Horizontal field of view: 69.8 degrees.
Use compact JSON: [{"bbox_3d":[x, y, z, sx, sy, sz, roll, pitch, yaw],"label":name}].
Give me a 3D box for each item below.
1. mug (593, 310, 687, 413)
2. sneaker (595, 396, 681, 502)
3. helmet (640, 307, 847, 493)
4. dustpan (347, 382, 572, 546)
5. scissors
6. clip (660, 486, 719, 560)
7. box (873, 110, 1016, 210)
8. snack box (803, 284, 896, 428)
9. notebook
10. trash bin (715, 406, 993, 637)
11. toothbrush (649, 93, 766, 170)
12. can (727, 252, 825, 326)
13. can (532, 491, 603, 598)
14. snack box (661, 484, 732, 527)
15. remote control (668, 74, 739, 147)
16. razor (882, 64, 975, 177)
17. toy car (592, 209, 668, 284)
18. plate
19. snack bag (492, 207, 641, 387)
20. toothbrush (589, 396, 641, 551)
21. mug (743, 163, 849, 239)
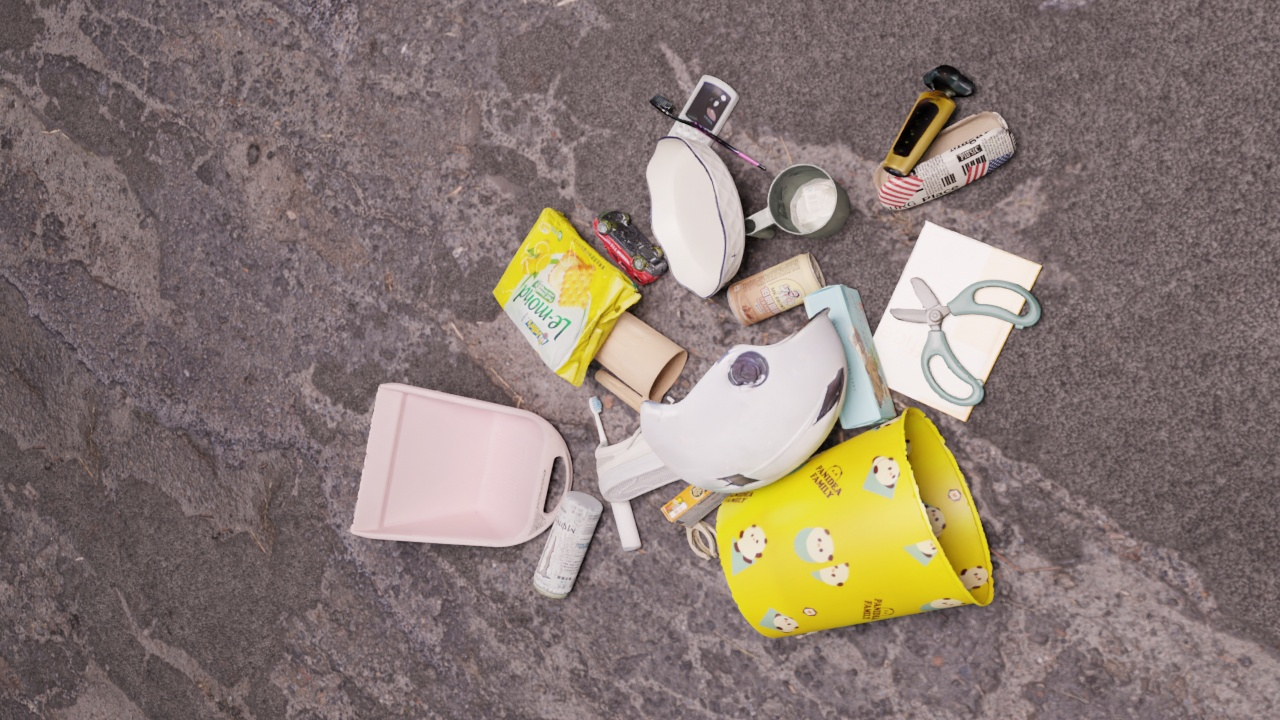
[{"bbox_3d":[-0.007,0.007,1.252,0.103,0.084,0.125,36,131,19],"label":"mug"},{"bbox_3d":[0.048,0.104,1.229,0.242,0.089,0.090,-25,56,13],"label":"sneaker"},{"bbox_3d":[0.136,0.063,1.048,0.259,0.229,0.146,-30,82,6],"label":"helmet"},{"bbox_3d":[-0.240,0.156,1.284,0.139,0.272,0.223,21,104,46],"label":"dustpan"},{"bbox_3d":[0.395,-0.041,1.093,0.182,0.019,0.170,-30,80,23],"label":"scissors"},{"bbox_3d":[0.078,0.222,1.246,0.066,0.034,0.099,-39,69,21],"label":"clip"},{"bbox_3d":[0.356,-0.229,1.077,0.163,0.087,0.076,-23,98,20],"label":"box"},{"bbox_3d":[0.257,-0.004,1.124,0.052,0.074,0.174,-20,79,29],"label":"snack box"},{"bbox_3d":[0.372,-0.048,1.119,0.146,0.010,0.206,27,103,20],"label":"notebook"},{"bbox_3d":[0.244,0.205,1.079,0.256,0.229,0.229,-25,83,27],"label":"trash bin"},{"bbox_3d":[0.089,-0.299,1.201,0.189,0.014,0.018,35,94,17],"label":"toothbrush"},{"bbox_3d":[0.174,-0.090,1.174,0.116,0.058,0.058,-23,83,22],"label":"can"},{"bbox_3d":[-0.104,0.262,1.307,0.058,0.058,0.147,25,102,20],"label":"can"},{"bbox_3d":[0.103,0.159,1.190,0.154,0.075,0.026,-39,65,8],"label":"snack box"},{"bbox_3d":[0.071,-0.305,1.227,0.058,0.021,0.150,36,106,17],"label":"remote control"},{"bbox_3d":[0.329,-0.278,1.066,0.062,0.068,0.167,25,68,25],"label":"razor"},{"bbox_3d":[-0.017,-0.154,1.254,0.120,0.052,0.045,49,133,9],"label":"toy car"},{"bbox_3d":[0.071,-0.184,1.160,0.045,0.205,0.205,-17,84,-20],"label":"plate"},{"bbox_3d":[-0.100,-0.092,1.241,0.158,0.068,0.246,-56,44,14],"label":"snack bag"},{"bbox_3d":[-0.039,0.158,1.293,0.026,0.026,0.221,-19,84,44],"label":"toothbrush"},{"bbox_3d":[0.193,-0.185,1.138,0.124,0.103,0.083,-24,83,23],"label":"mug"}]
